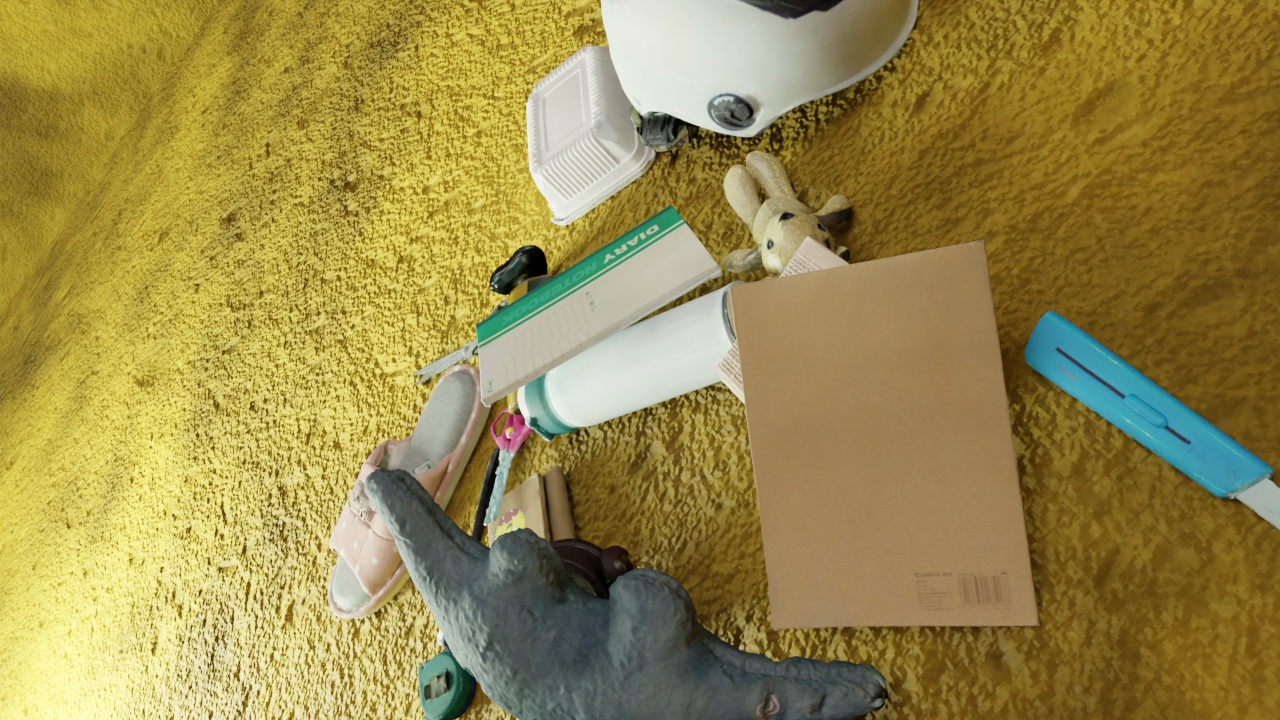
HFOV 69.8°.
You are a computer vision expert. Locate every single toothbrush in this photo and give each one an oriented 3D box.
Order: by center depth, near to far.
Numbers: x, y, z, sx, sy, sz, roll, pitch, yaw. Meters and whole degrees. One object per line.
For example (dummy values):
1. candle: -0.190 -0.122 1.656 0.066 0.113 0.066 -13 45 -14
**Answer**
1. toothbrush: -0.149 0.163 0.814 0.018 0.015 0.180 -7 64 51

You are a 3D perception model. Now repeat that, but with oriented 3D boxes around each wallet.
1. wallet: -0.089 0.153 0.753 0.090 0.033 0.115 -37 44 24

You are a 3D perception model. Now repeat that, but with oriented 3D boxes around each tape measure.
1. tape measure: -0.162 0.269 0.761 0.055 0.025 0.058 -39 47 22

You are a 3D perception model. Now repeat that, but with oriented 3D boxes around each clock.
1. clock: -0.042 0.174 0.662 0.122 0.055 0.082 -2 90 11

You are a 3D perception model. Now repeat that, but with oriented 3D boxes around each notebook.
1. notebook: 0.135 0.049 0.527 0.150 0.012 0.211 -8 88 26
2. notebook: -0.044 -0.050 0.760 0.209 0.012 0.150 -30 29 4

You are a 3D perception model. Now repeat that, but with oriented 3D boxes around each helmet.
1. helmet: 0.078 -0.313 0.731 0.259 0.146 0.228 15 71 34

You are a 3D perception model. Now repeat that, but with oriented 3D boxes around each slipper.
1. slipper: -0.233 0.123 0.886 0.114 0.054 0.274 30 90 47

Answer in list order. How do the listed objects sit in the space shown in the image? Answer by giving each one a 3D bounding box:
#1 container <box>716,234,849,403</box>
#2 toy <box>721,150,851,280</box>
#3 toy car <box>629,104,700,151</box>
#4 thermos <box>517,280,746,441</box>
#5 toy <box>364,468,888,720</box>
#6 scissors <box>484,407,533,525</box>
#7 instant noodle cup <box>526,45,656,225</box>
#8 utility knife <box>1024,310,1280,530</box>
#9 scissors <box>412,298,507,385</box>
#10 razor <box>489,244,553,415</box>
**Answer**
1. container: 0.122 -0.003 0.600 0.111 0.090 0.090 -53 43 11
2. toy: 0.103 -0.109 0.690 0.105 0.066 0.157 -23 39 5
3. toy car: 0.045 -0.262 0.844 0.070 0.042 0.158 11 71 42
4. thermos: -0.004 0.004 0.729 0.225 0.073 0.073 -21 55 35
5. toy: -0.031 0.176 0.577 0.357 0.091 0.138 16 106 19
6. scissors: -0.122 0.089 0.809 0.064 0.017 0.135 -15 44 30
7. instant noodle cup: -0.060 -0.237 0.919 0.138 0.060 0.173 -29 50 30
8. utility knife: 0.281 0.039 0.478 0.034 0.018 0.202 -50 45 10
9. scissors: -0.176 -0.004 0.932 0.173 0.014 0.142 -52 42 8
10. razor: -0.108 -0.027 0.847 0.067 0.062 0.167 -2 60 -1
